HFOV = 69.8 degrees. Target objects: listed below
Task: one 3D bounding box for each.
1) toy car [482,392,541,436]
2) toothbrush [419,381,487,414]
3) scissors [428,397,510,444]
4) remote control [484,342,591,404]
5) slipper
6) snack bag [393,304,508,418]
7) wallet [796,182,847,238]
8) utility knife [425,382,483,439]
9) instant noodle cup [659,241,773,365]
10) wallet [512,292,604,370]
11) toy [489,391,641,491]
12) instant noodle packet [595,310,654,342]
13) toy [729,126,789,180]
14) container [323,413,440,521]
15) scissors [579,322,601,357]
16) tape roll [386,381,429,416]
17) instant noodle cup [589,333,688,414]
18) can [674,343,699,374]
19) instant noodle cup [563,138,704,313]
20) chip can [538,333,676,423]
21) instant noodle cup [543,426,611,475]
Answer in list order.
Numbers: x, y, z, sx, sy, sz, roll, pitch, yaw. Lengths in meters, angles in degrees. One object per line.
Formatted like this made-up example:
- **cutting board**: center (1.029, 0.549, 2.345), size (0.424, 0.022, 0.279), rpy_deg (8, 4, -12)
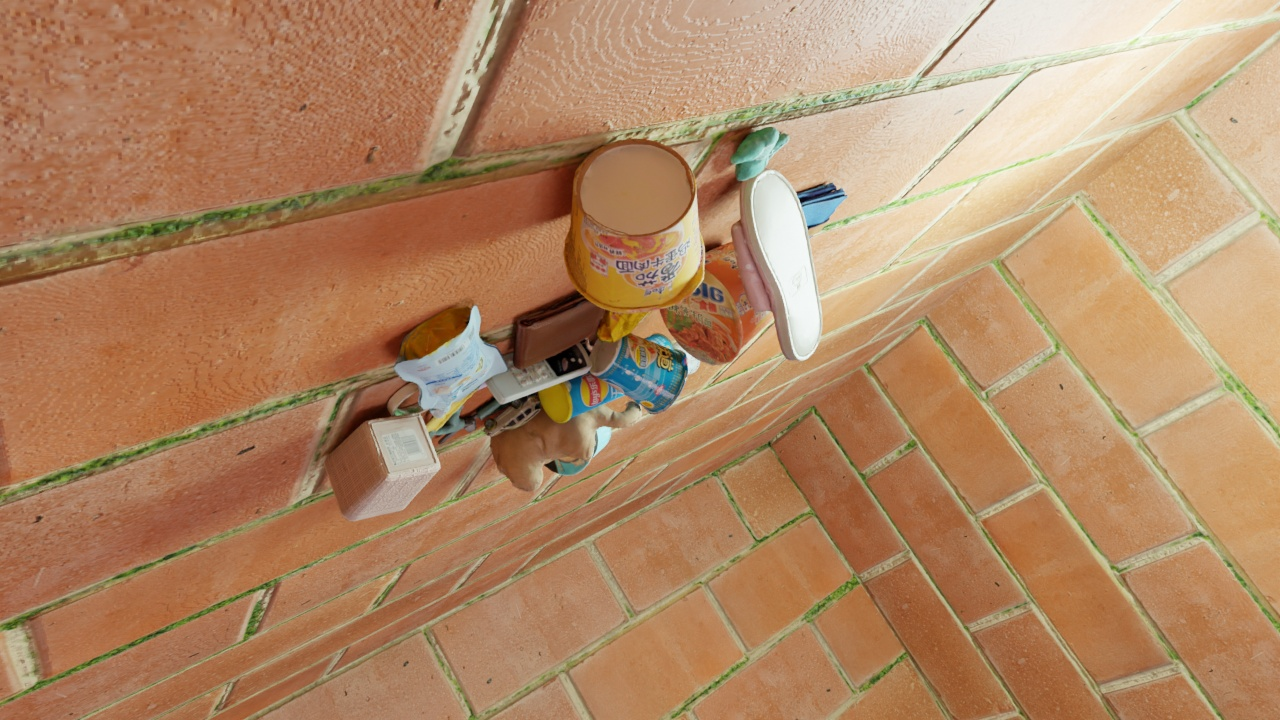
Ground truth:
- **toy car**: center (-0.181, 0.079, 1.286), size (0.090, 0.035, 0.042), rpy_deg (-35, 173, 13)
- **toothbrush**: center (-0.211, 0.036, 1.168), size (0.188, 0.021, 0.029), rpy_deg (-27, -163, -21)
- **scissors**: center (-0.228, 0.068, 1.239), size (0.170, 0.019, 0.179), rpy_deg (-36, 169, 14)
- **remote control**: center (-0.131, 0.008, 1.171), size (0.149, 0.058, 0.021), rpy_deg (-22, 161, -39)
- **slipper**: center (0.168, -0.116, 1.146), size (0.113, 0.054, 0.274), rpy_deg (-49, 131, -31)
- **snack bag**: center (-0.208, 0.006, 1.018), size (0.110, 0.039, 0.191), rpy_deg (-44, 165, -14)
- **wallet**: center (0.219, -0.192, 1.297), size (0.106, 0.040, 0.133), rpy_deg (-18, 161, -32)
- **utility knife**: center (-0.269, 0.092, 1.155), size (0.220, 0.022, 0.031), rpy_deg (-40, 156, 24)
- **instant noodle cup**: center (0.112, -0.084, 1.226), size (0.111, 0.151, 0.152), rpy_deg (-34, 169, -32)
- **wallet**: center (-0.101, -0.043, 1.124), size (0.124, 0.032, 0.101), rpy_deg (-27, 162, -25)
- **toy**: center (-0.113, 0.093, 1.336), size (0.226, 0.143, 0.082), rpy_deg (-29, 155, -1)
- **instant noodle packet**: center (0.001, -0.081, 1.162), size (0.110, 0.044, 0.129), rpy_deg (-38, 173, -31)
- **toy**: center (0.128, -0.227, 1.000), size (0.096, 0.030, 0.092), rpy_deg (-38, 172, -11)
- **container**: center (-0.304, 0.123, 1.090), size (0.089, 0.090, 0.111), rpy_deg (-7, 156, -45)
- **scissors**: center (-0.047, -0.023, 1.334), size (0.206, 0.015, 0.193), rpy_deg (-18, 159, -46)
- **tape roll**: center (-0.260, 0.041, 1.093), size (0.085, 0.014, 0.086), rpy_deg (-31, 166, -8)
- **instant noodle cup**: center (-0.007, 0.007, 1.243), size (0.110, 0.099, 0.099), rpy_deg (27, 128, -29)
- **can**: center (0.034, 0.010, 1.531), size (0.146, 0.058, 0.058), rpy_deg (-18, 160, -46)
- **instant noodle cup**: center (-0.005, -0.129, 0.847), size (0.138, 0.138, 0.110), rpy_deg (-29, 158, -15)
- **chip can**: center (-0.043, 0.021, 1.316), size (0.209, 0.071, 0.071), rpy_deg (-22, 163, -37)
- **instant noodle cup**: center (-0.105, 0.127, 1.550), size (0.111, 0.111, 0.120), rpy_deg (-38, 172, 20)
